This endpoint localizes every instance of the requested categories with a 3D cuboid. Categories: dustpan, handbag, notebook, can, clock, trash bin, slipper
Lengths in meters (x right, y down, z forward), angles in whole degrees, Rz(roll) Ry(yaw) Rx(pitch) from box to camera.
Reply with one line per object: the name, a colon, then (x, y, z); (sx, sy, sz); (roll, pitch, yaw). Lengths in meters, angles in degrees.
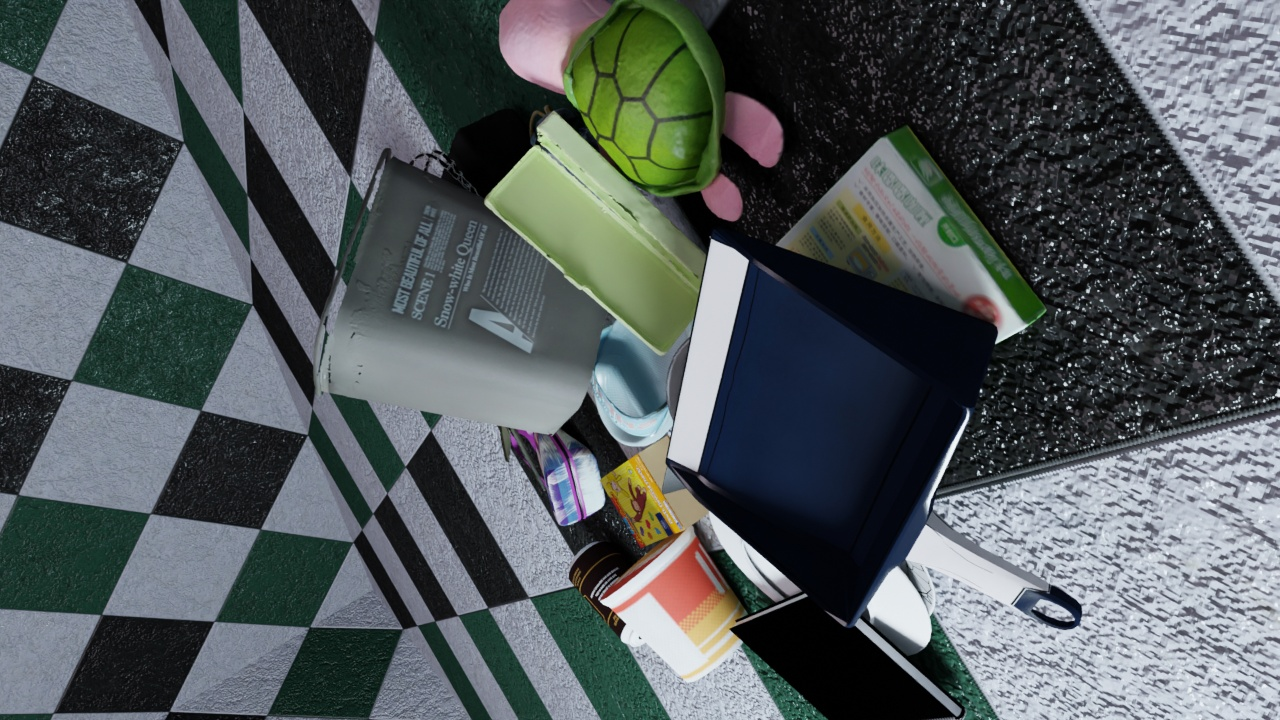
dustpan: (0.137, 0.074, 0.569); (0.273, 0.079, 0.237); (22, 137, 13)
handbag: (-0.153, -0.150, 0.905); (0.125, 0.114, 0.154); (55, 150, 3)
notebook: (0.172, 0.269, 0.810); (0.149, 0.016, 0.207); (42, 152, 5)
can: (-0.029, 0.292, 1.159); (0.128, 0.071, 0.072); (41, 147, 33)
clock: (-0.059, -0.165, 0.799); (0.129, 0.052, 0.090); (55, 153, 20)
trash bin: (-0.156, -0.042, 0.833); (0.220, 0.197, 0.198); (18, 158, -13)
slipper: (-0.005, 0.005, 0.843); (0.104, 0.074, 0.246); (54, 151, 16)
handbag: (-0.119, 0.130, 1.179); (0.170, 0.068, 0.145); (34, 142, 52)

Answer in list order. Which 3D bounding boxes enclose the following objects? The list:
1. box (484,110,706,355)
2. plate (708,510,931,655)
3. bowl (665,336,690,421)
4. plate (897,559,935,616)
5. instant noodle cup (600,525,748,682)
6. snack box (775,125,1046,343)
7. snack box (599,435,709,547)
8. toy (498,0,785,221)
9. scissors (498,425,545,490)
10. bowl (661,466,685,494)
box: (-0.015, -0.100, 0.693); (0.188, 0.091, 0.083); (39, 159, -7)
plate: (0.139, 0.179, 0.761); (0.209, 0.015, 0.209); (32, 150, 20)
bowl: (0.081, 0.019, 0.697); (0.113, 0.063, 0.113); (4, 105, 15)
plate: (0.150, 0.142, 0.734); (0.188, 0.016, 0.189); (32, 150, 20)
instant noodle cup: (0.044, 0.257, 0.962); (0.121, 0.123, 0.124); (50, 152, 5)
snack box: (0.151, -0.046, 0.578); (0.132, 0.027, 0.168); (56, 152, 7)
snack box: (0.014, 0.142, 0.975); (0.088, 0.040, 0.126); (58, 153, 6)
toy: (-0.003, -0.192, 0.638); (0.238, 0.087, 0.191); (44, 143, 18)
scissors: (-0.169, 0.047, 1.077); (0.225, 0.016, 0.225); (56, -174, -22)
bowl: (0.062, 0.062, 0.778); (0.052, 0.123, 0.124); (17, 140, 8)
